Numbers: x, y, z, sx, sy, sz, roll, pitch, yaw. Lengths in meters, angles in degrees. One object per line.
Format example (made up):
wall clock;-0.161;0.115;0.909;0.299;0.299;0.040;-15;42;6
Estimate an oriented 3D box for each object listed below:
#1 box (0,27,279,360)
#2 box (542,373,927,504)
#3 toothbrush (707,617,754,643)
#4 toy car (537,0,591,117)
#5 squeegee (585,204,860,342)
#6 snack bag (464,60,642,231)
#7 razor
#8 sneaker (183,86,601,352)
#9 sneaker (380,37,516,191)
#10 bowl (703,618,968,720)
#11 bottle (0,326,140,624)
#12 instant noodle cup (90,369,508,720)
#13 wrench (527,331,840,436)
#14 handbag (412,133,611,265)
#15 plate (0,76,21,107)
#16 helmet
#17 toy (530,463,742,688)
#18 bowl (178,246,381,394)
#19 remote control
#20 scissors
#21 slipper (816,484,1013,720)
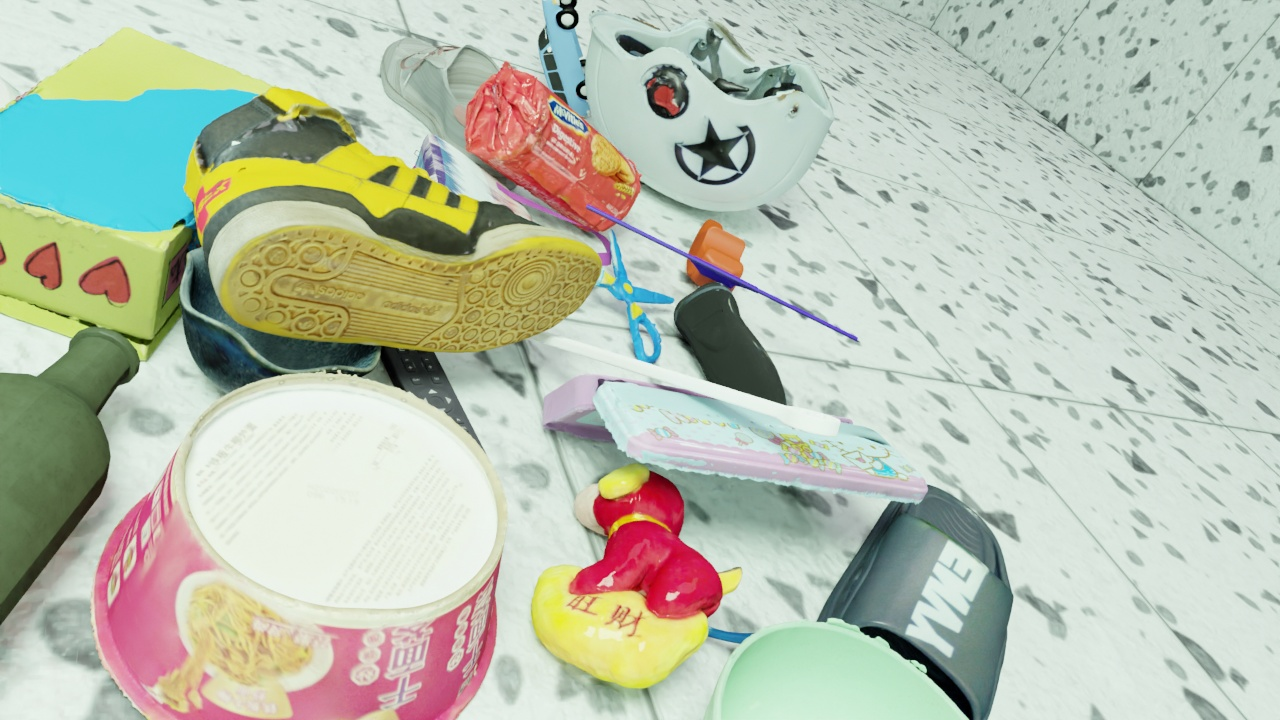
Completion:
box;-0.299;-0.106;0.539;0.124;0.082;0.220;19;36;-15
box;0.059;0.047;0.570;0.214;0.051;0.149;11;2;-27
toothbrush;0.080;0.152;0.483;0.135;0.017;0.021;14;12;17
toy car;-0.084;-0.338;0.995;0.055;0.153;0.056;-11;47;5
squeegee;0.067;-0.093;0.826;0.249;0.055;0.184;25;23;-8
snack bag;-0.071;-0.168;0.764;0.176;0.082;0.082;29;21;-50
razor;0.072;-0.001;0.716;0.063;0.053;0.140;42;17;-54
sneaker;-0.137;-0.076;0.520;0.238;0.086;0.122;1;43;-50
sneaker;-0.166;-0.253;0.840;0.099;0.090;0.236;-3;44;-41
bowl;0.084;0.198;0.406;0.151;0.077;0.150;21;33;-14
bottle;-0.255;0.054;0.347;0.071;0.072;0.206;22;32;-12
instant noodle cup;-0.135;0.078;0.403;0.178;0.078;0.178;21;32;-14
wrench;-0.003;0.003;0.562;0.274;0.009;0.047;17;6;36
handbag;-0.099;-0.104;0.718;0.169;0.068;0.144;17;32;-31
plate;-0.458;-0.164;0.551;0.157;0.014;0.156;20;33;-14
helmet;0.055;-0.249;0.944;0.264;0.164;0.236;20;28;-3
toy;0.000;0.109;0.480;0.105;0.067;0.137;5;33;2
bowl;-0.199;-0.011;0.493;0.110;0.055;0.110;29;22;-13
remote control;-0.129;0.020;0.551;0.032;0.015;0.136;-2;45;-40
scissors;-0.016;-0.053;0.715;0.130;0.014;0.125;21;46;-43
slipper;0.191;0.141;0.570;0.110;0.083;0.267;38;31;10
